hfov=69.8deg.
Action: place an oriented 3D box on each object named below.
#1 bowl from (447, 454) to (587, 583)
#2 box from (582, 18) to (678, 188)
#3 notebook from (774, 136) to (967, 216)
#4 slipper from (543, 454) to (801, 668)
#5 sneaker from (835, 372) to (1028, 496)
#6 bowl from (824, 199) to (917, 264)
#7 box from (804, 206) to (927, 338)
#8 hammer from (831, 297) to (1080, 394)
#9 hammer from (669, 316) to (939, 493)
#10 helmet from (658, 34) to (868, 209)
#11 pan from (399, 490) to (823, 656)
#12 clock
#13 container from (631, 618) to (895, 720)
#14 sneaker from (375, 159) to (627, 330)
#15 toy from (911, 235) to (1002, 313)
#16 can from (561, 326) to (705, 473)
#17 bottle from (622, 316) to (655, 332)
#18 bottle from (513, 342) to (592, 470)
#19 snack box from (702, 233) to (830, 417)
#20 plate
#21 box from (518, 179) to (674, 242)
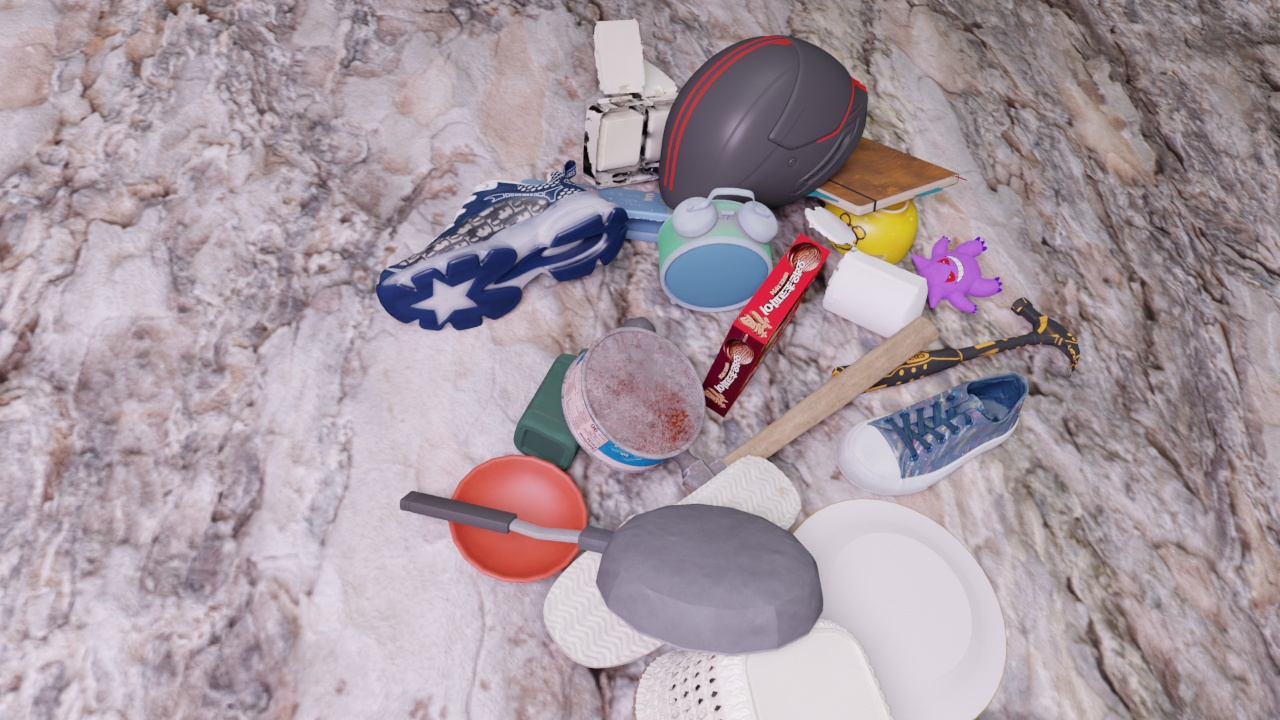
[{"bbox_3d":[-0.110,0.146,0.819,0.122,0.035,0.121,7,55,-10],"label":"bowl"},{"bbox_3d":[-0.014,-0.300,1.082,0.145,0.186,0.095,-16,18,-35],"label":"box"},{"bbox_3d":[0.242,-0.235,1.120,0.178,0.014,0.249,-21,38,-26],"label":"notebook"},{"bbox_3d":[0.030,0.177,0.823,0.262,0.052,0.115,-31,68,-24],"label":"slipper"},{"bbox_3d":[0.313,0.072,0.951,0.235,0.079,0.087,-16,61,-24],"label":"sneaker"},{"bbox_3d":[0.288,-0.180,1.126,0.117,0.068,0.117,7,55,-10],"label":"bowl"},{"bbox_3d":[0.246,-0.099,1.034,0.162,0.112,0.084,25,35,19],"label":"box"},{"bbox_3d":[0.357,-0.002,1.037,0.320,0.036,0.123,-12,47,-21],"label":"hammer"},{"bbox_3d":[0.181,0.047,0.938,0.330,0.031,0.119,-32,71,-21],"label":"hammer"},{"bbox_3d":[0.126,-0.269,1.038,0.265,0.170,0.164,-44,44,3],"label":"helmet"},{"bbox_3d":[-0.030,0.144,0.738,0.357,0.041,0.178,10,19,14],"label":"pan"},{"bbox_3d":[0.083,-0.125,0.974,0.122,0.162,0.075,3,55,-6],"label":"clock"},{"bbox_3d":[0.109,0.315,0.692,0.184,0.143,0.246,1,55,-29],"label":"container"},{"bbox_3d":[-0.155,-0.131,0.954,0.269,0.103,0.132,-25,60,-20],"label":"sneaker"},{"bbox_3d":[0.372,-0.100,1.102,0.088,0.056,0.106,-8,69,-15],"label":"toy"},{"bbox_3d":[-0.006,0.036,0.854,0.129,0.044,0.129,14,60,-25],"label":"can"},{"bbox_3d":[-0.006,0.006,0.942,0.036,0.036,0.109,11,54,-7],"label":"bottle"},{"bbox_3d":[-0.067,0.035,0.890,0.061,0.061,0.131,26,54,1],"label":"bottle"},{"bbox_3d":[0.125,-0.035,0.943,0.036,0.133,0.151,33,55,9],"label":"snack box"},{"bbox_3d":[0.238,0.231,0.858,0.229,0.021,0.229,7,55,-10],"label":"plate"},{"bbox_3d":[-0.038,-0.182,1.057,0.209,0.049,0.066,6,53,-11],"label":"box"}]
